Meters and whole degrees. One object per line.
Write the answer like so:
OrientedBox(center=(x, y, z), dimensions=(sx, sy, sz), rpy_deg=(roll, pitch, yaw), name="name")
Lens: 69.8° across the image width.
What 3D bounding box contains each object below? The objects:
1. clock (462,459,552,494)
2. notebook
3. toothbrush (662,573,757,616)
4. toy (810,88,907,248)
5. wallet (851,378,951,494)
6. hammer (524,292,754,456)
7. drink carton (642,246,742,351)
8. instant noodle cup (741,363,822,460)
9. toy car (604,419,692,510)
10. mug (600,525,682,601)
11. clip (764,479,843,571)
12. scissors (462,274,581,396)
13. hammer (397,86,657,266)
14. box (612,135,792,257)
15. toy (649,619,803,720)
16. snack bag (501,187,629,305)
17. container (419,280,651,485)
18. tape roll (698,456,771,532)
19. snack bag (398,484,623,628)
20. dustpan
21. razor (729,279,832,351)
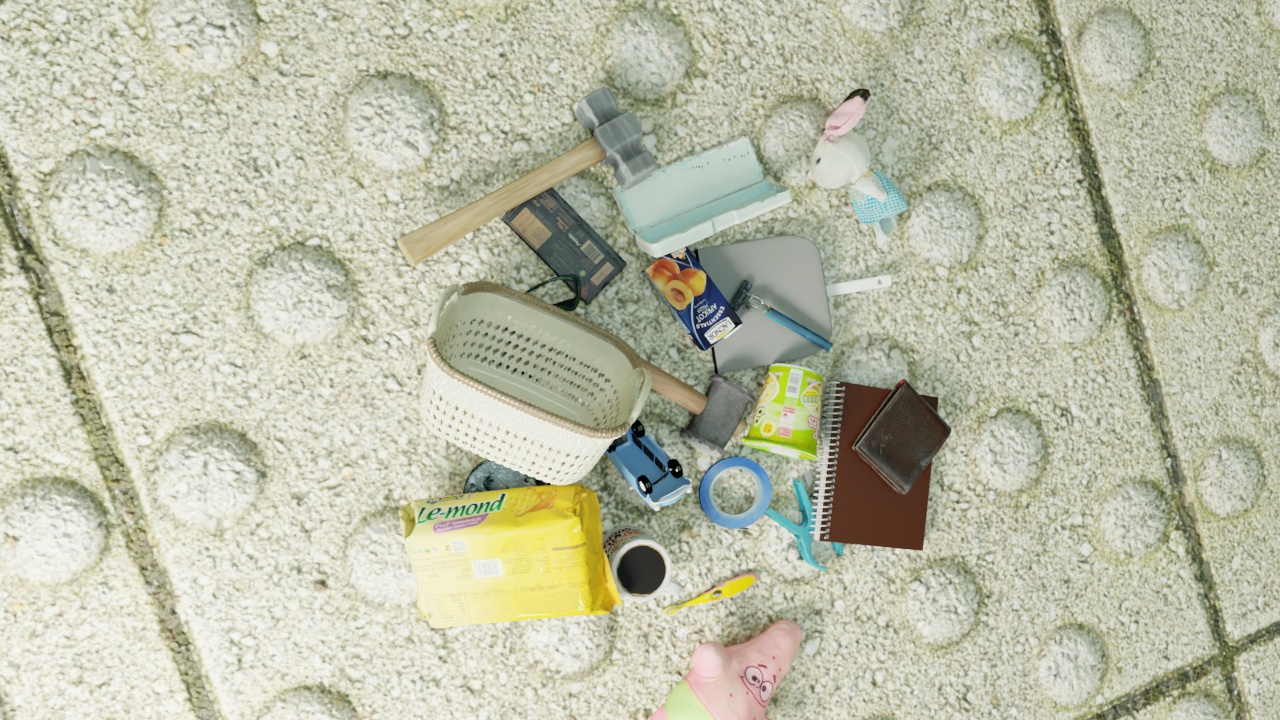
OrientedBox(center=(-0.161, 0.149, 1.110), dimensions=(0.090, 0.052, 0.129), rpy_deg=(44, 83, -10), name="clock")
OrientedBox(center=(0.312, 0.141, 1.223), dimensions=(0.171, 0.022, 0.209), rpy_deg=(9, 85, -19), name="notebook")
OrientedBox(center=(0.092, 0.305, 1.191), dimensions=(0.135, 0.016, 0.021), rpy_deg=(-19, 91, -12), name="toothbrush")
OrientedBox(center=(0.278, -0.241, 1.197), dimensions=(0.106, 0.130, 0.205), rpy_deg=(-17, 105, 18), name="toy")
OrientedBox(center=(0.347, 0.101, 1.211), dimensions=(0.099, 0.031, 0.119), rpy_deg=(44, 75, -11), name="wallet")
OrientedBox(center=(-0.007, 0.007, 1.134), dimensions=(0.328, 0.052, 0.098), rpy_deg=(31, 84, -15), name="hammer")
OrientedBox(center=(0.065, -0.079, 1.156), dimensions=(0.064, 0.040, 0.130), rpy_deg=(-37, 95, -2), name="drink carton")
OrientedBox(center=(0.189, 0.065, 1.173), dimensions=(0.099, 0.099, 0.108), rpy_deg=(17, 80, -13), name="instant noodle cup")
OrientedBox(center=(0.002, 0.125, 1.110), dimensions=(0.056, 0.153, 0.055), rpy_deg=(-26, 134, -20), name="toy car")
OrientedBox(center=(0.004, 0.256, 1.131), dimensions=(0.105, 0.090, 0.073), rpy_deg=(33, 84, -12), name="mug")
OrientedBox(center=(0.231, 0.213, 1.218), dimensions=(0.113, 0.028, 0.127), rpy_deg=(-30, 97, -9), name="clip")
OrientedBox(center=(-0.138, -0.002, 1.127), dimensions=(0.201, 0.015, 0.204), rpy_deg=(-27, 99, -4), name="scissors")
OrientedBox(center=(-0.138, -0.205, 1.090), dimensions=(0.322, 0.051, 0.117), rpy_deg=(-32, 90, -16), name="hammer")
OrientedBox(center=(0.077, -0.205, 1.149), dimensions=(0.197, 0.075, 0.125), rpy_deg=(-24, 77, -13), name="box")
OrientedBox(center=(0.124, 0.421, 1.164), dimensions=(0.236, 0.097, 0.192), rpy_deg=(-41, 108, -17), name="toy")
OrientedBox(center=(-0.093, -0.147, 1.136), dimensions=(0.155, 0.018, 0.074), rpy_deg=(45, 82, -10), name="snack bag")
OrientedBox(center=(-0.127, 0.027, 1.029), dimensions=(0.246, 0.184, 0.143), rpy_deg=(24, 127, -6), name="container")
OrientedBox(center=(0.122, 0.170, 1.184), dimensions=(0.091, 0.016, 0.093), rpy_deg=(13, 86, 0), name="tape roll")
OrientedBox(center=(-0.152, 0.230, 1.055), dimensions=(0.247, 0.068, 0.160), rpy_deg=(-7, 109, 7), name="snack bag")
OrientedBox(center=(0.209, -0.085, 1.204), dimensions=(0.257, 0.033, 0.163), rpy_deg=(-10, 94, -4), name="dustpan")
OrientedBox(center=(0.185, -0.051, 1.176), dimensions=(0.144, 0.022, 0.042), rpy_deg=(29, 91, -6), name="razor")
